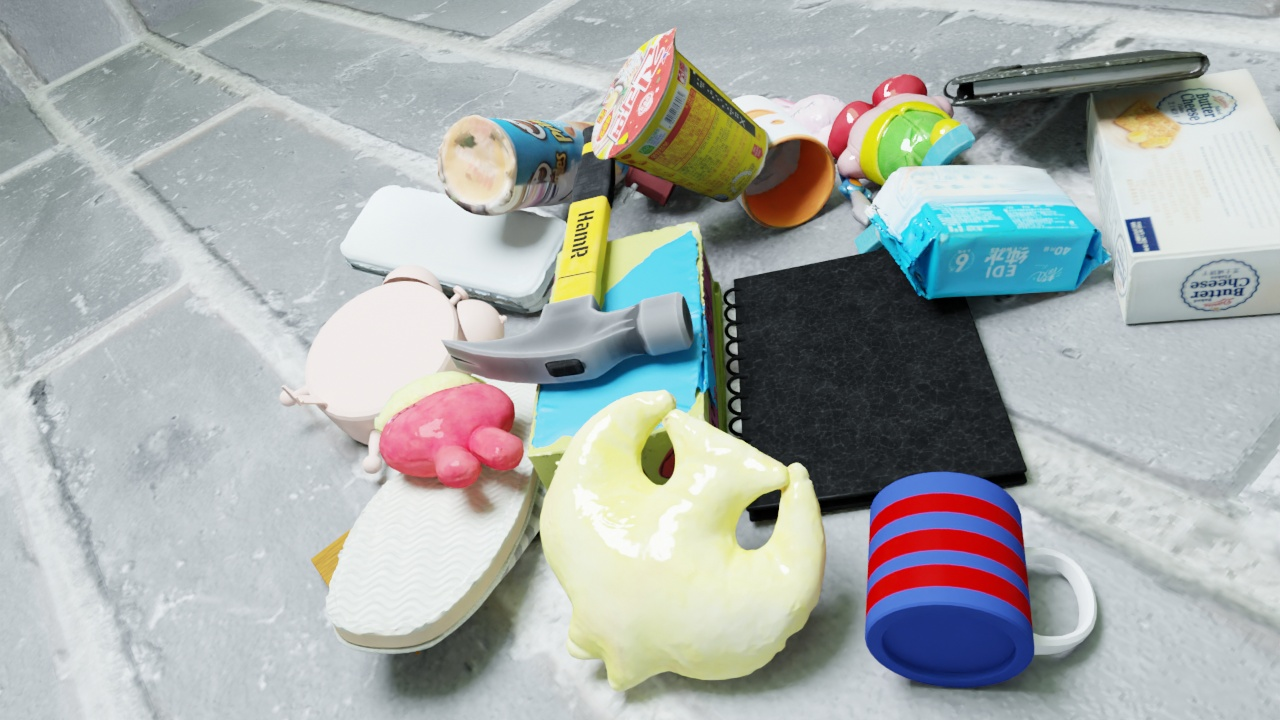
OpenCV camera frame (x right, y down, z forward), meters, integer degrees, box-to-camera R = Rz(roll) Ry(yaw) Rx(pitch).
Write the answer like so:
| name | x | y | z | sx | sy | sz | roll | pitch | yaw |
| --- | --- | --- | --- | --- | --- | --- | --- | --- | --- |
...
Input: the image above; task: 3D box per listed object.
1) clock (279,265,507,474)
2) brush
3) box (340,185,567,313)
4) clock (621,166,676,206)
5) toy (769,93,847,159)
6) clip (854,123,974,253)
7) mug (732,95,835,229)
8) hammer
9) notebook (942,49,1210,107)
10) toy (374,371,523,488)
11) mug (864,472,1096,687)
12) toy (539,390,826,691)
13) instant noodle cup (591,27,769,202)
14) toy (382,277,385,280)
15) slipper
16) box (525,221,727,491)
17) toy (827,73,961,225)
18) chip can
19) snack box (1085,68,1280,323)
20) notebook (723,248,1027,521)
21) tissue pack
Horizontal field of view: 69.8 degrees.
| name | x | y | z | sx | sy | sz | roll | pitch | yaw |
| --- | --- | --- | --- | --- | --- | --- | --- | --- | --- |
| clock | -0.199 | -0.006 | 0.728 | 0.131 | 0.086 | 0.160 | 29 | 63 | 32 |
| brush | -0.171 | 0.153 | 0.597 | 0.048 | 0.017 | 0.126 | -38 | 41 | -19 |
| box | -0.166 | -0.105 | 0.825 | 0.214 | 0.063 | 0.118 | 18 | 53 | 16 |
| clock | 0.027 | -0.197 | 0.836 | 0.044 | 0.125 | 0.087 | 27 | 17 | -1 |
| toy | 0.160 | -0.224 | 0.852 | 0.063 | 0.047 | 0.110 | -17 | 35 | -8 |
| clip | 0.222 | -0.126 | 0.679 | 0.120 | 0.119 | 0.033 | -5 | 48 | 1 |
| mug | 0.108 | -0.172 | 0.787 | 0.082 | 0.082 | 0.105 | -24 | 38 | -2 |
| hammer | -0.045 | -0.098 | 0.698 | 0.170 | 0.034 | 0.323 | -12 | 39 | 14 |
| notebook | 0.327 | -0.222 | 0.719 | 0.170 | 0.029 | 0.208 | -2 | 14 | 21 |
| toy | -0.124 | 0.044 | 0.597 | 0.091 | 0.045 | 0.135 | -23 | 30 | -19 |
| mug | 0.168 | 0.112 | 0.451 | 0.112 | 0.075 | 0.076 | 15 | 46 | 2 |
| toy | 0.013 | 0.103 | 0.501 | 0.170 | 0.064 | 0.155 | 30 | 92 | 26 |
| instant noodle cup | 0.035 | -0.175 | 0.709 | 0.101 | 0.112 | 0.100 | -36 | 41 | 39 |
| toy | -0.204 | -0.096 | 0.878 | 0.055 | 0.042 | 0.101 | 23 | 40 | 1 |
| slipper | -0.116 | 0.087 | 0.617 | 0.114 | 0.054 | 0.271 | -2 | 34 | 17 |
| box | -0.004 | 0.004 | 0.647 | 0.124 | 0.079 | 0.220 | -13 | 42 | 11 |
| toy | 0.207 | -0.175 | 0.739 | 0.124 | 0.097 | 0.131 | -27 | 50 | 1 |
| chip can | -0.087 | -0.178 | 0.828 | 0.080 | 0.080 | 0.229 | 0 | 13 | 25 |
| snack box | 0.370 | -0.115 | 0.618 | 0.104 | 0.057 | 0.207 | -4 | 43 | 21 |
| notebook | 0.142 | 0.004 | 0.621 | 0.169 | 0.019 | 0.230 | -11 | 40 | 13 |
| tissue pack | 0.232 | -0.088 | 0.632 | 0.144 | 0.062 | 0.092 | -2 | 41 | -6 |
